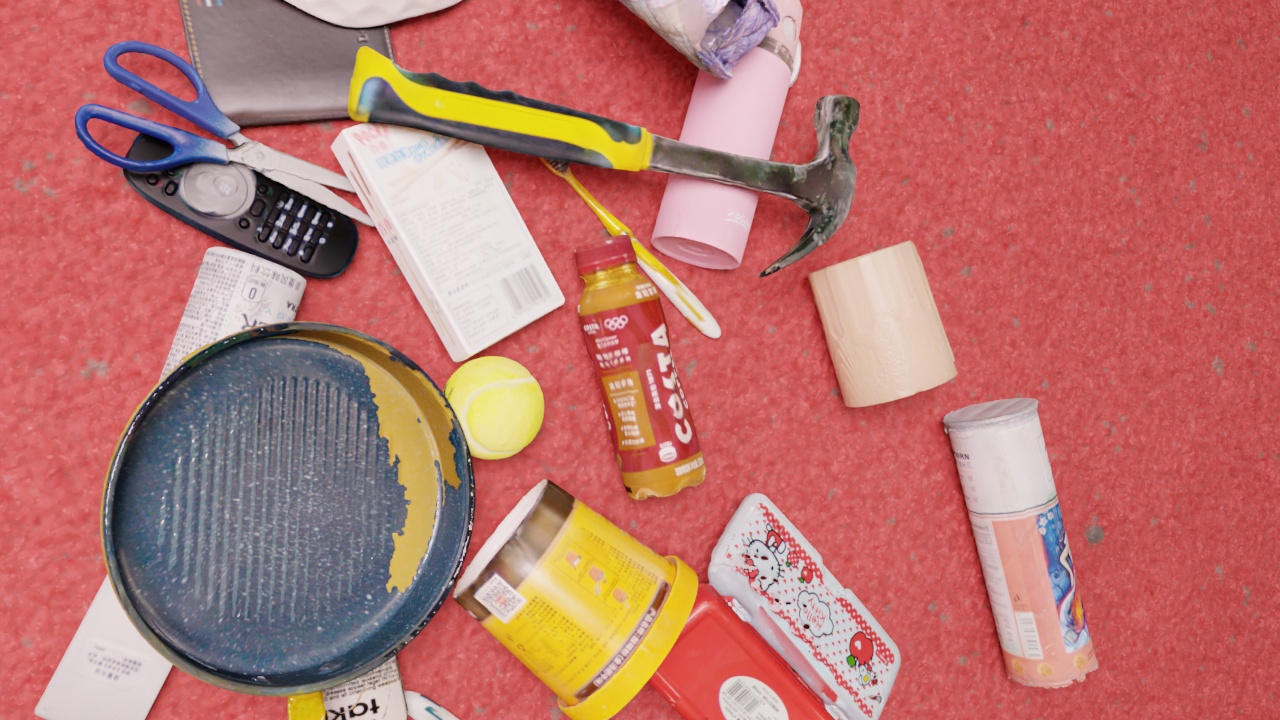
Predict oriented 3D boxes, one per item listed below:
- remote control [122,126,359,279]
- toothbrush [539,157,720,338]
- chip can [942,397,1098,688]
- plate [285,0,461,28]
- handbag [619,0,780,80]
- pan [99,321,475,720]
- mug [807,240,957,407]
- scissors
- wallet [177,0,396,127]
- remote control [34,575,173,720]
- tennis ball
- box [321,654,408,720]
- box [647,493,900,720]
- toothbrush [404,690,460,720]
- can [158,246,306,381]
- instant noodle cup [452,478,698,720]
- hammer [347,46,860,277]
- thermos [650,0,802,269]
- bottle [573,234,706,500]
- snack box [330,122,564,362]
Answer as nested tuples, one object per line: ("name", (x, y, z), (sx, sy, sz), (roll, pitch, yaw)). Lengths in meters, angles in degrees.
("remote control", (-0.239, -0.093, 0.557), (0.136, 0.024, 0.053), (27, 76, -21))
("toothbrush", (-0.006, -0.084, 0.646), (0.191, 0.018, 0.016), (46, 76, -13))
("chip can", (0.298, 0.141, 0.719), (0.071, 0.071, 0.214), (-16, 94, -20))
("plate", (-0.180, -0.314, 0.571), (0.204, 0.046, 0.204), (3, 82, -22))
("handbag", (-0.002, -0.264, 0.568), (0.194, 0.134, 0.076), (42, 105, 7))
("pan", (-0.174, 0.156, 0.484), (0.197, 0.078, 0.357), (3, 83, -38))
("mug", (0.189, -0.032, 0.690), (0.124, 0.084, 0.103), (-21, 94, -44))
("scissors", (-0.235, -0.134, 0.545), (0.172, 0.012, 0.132), (-10, 82, -34))
("wallet", (-0.217, -0.196, 0.575), (0.122, 0.020, 0.096), (-11, 91, -22))
("remote control", (-0.288, 0.148, 0.532), (0.056, 0.019, 0.135), (27, 79, -17))
("tennis ball", (-0.094, 0.030, 0.584), (0.065, 0.065, 0.065), (1, 87, -20))
("box", (-0.183, 0.163, 0.556), (0.068, 0.052, 0.164), (-14, 93, -3))
("box", (0.099, 0.211, 0.648), (0.161, 0.058, 0.201), (-48, 111, -17))
("toothbrush", (-0.082, 0.273, 0.603), (0.191, 0.018, 0.016), (41, 75, -14))
("can", (-0.246, 0.011, 0.533), (0.058, 0.058, 0.146), (19, 81, -18))
("instant noodle cup", (-0.044, 0.145, 0.575), (0.114, 0.119, 0.118), (40, 75, -7))
("hammer", (-0.016, -0.134, 0.577), (0.323, 0.032, 0.126), (9, 83, -13))
("thermos", (0.070, -0.164, 0.658), (0.087, 0.067, 0.198), (27, 75, -49))
("bottle", (-0.004, 0.004, 0.622), (0.057, 0.057, 0.175), (-16, 93, -20))
("snack box", (-0.120, -0.086, 0.588), (0.084, 0.027, 0.157), (-34, 99, -36))
